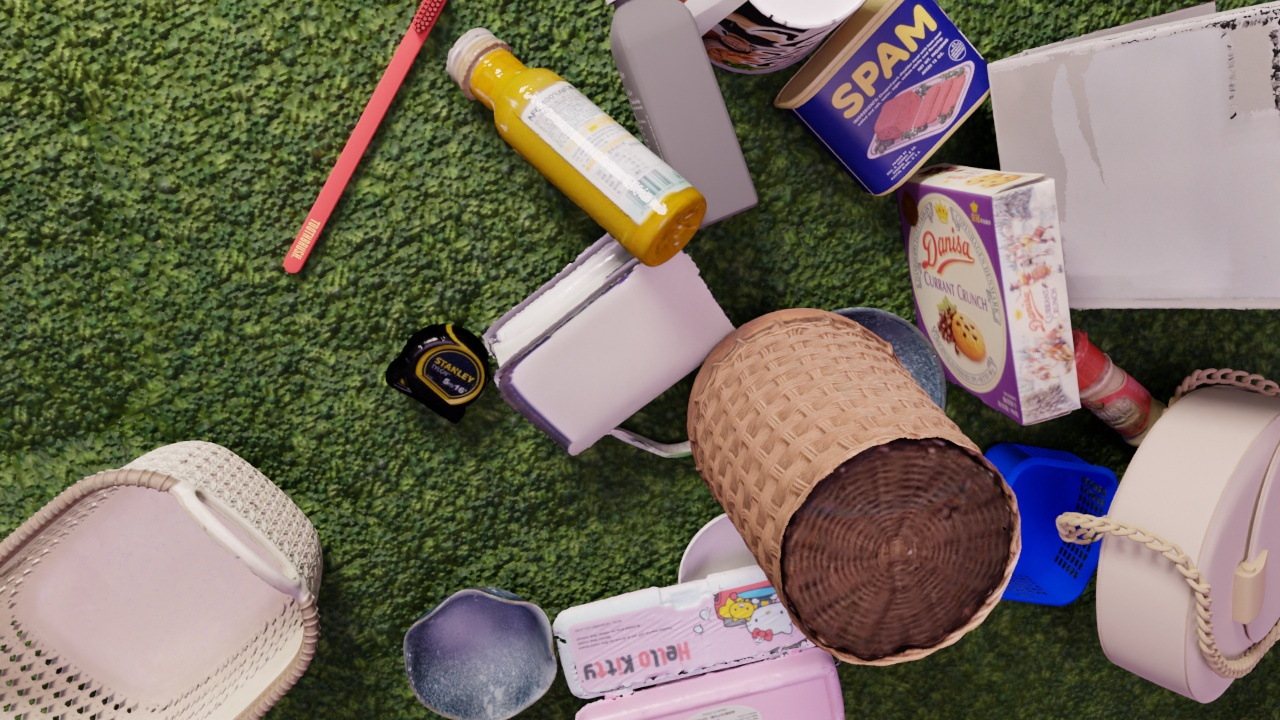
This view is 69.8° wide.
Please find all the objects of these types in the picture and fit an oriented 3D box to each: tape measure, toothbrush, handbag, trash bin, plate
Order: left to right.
[{"bbox_3d":[-0.180,-0.147,0.593,0.012,0.018,0.213,30,100,-14],"label":"toothbrush"},{"bbox_3d":[-0.135,0.005,0.633,0.061,0.034,0.061,37,102,-27],"label":"tape measure"},{"bbox_3d":[-0.004,0.004,0.640,0.151,0.074,0.176,-38,125,5],"label":"handbag"},{"bbox_3d":[0.076,0.154,0.699,0.104,0.026,0.104,-4,108,-14],"label":"plate"},{"bbox_3d":[0.117,0.063,0.526,0.151,0.210,0.151,-2,106,-7],"label":"trash bin"},{"bbox_3d":[0.405,0.130,0.667,0.208,0.103,0.211,-33,121,-28],"label":"handbag"}]

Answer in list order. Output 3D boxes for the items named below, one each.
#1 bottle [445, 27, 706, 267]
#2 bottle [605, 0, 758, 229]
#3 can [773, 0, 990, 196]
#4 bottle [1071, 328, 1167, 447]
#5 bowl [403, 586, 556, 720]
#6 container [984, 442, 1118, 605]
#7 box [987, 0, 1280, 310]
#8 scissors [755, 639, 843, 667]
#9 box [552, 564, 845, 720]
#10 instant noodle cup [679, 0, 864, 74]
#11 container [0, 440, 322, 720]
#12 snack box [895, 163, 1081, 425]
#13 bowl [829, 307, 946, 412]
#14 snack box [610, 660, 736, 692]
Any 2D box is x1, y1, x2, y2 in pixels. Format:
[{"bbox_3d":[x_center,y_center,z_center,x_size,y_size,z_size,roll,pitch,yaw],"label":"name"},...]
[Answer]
[{"bbox_3d":[-0.044,-0.133,0.557,0.186,0.053,0.053,43,98,16],"label":"bottle"},{"bbox_3d":[0.017,-0.174,0.576,0.046,0.083,0.174,-22,106,-1],"label":"bottle"},{"bbox_3d":[0.163,-0.180,0.606,0.092,0.056,0.116,42,97,-16],"label":"can"},{"bbox_3d":[0.350,0.022,0.691,0.109,0.044,0.044,35,98,-15],"label":"bottle"},{"bbox_3d":[-0.117,0.209,0.680,0.110,0.055,0.110,-2,105,-7],"label":"bowl"},{"bbox_3d":[0.299,0.122,0.704,0.096,0.058,0.114,9,104,-9],"label":"container"},{"bbox_3d":[0.366,-0.168,0.685,0.174,0.420,0.167,-6,108,25],"label":"box"},{"bbox_3d":[0.164,0.169,0.709,0.201,0.015,0.203,-21,113,-11],"label":"scissors"},{"bbox_3d":[0.047,0.236,0.679,0.201,0.038,0.152,-13,107,-3],"label":"box"},{"bbox_3d":[0.083,-0.237,0.545,0.123,0.121,0.124,-2,105,-7],"label":"instant noodle cup"},{"bbox_3d":[-0.327,0.169,0.599,0.246,0.142,0.184,-40,106,5],"label":"container"},{"bbox_3d":[0.224,-0.050,0.603,0.040,0.143,0.148,-16,106,-3],"label":"snack box"},{"bbox_3d":[0.142,0.024,0.659,0.137,0.057,0.137,-2,105,-6],"label":"bowl"},{"bbox_3d":[0.037,0.265,0.725,0.087,0.034,0.151,-34,106,3],"label":"snack box"}]
